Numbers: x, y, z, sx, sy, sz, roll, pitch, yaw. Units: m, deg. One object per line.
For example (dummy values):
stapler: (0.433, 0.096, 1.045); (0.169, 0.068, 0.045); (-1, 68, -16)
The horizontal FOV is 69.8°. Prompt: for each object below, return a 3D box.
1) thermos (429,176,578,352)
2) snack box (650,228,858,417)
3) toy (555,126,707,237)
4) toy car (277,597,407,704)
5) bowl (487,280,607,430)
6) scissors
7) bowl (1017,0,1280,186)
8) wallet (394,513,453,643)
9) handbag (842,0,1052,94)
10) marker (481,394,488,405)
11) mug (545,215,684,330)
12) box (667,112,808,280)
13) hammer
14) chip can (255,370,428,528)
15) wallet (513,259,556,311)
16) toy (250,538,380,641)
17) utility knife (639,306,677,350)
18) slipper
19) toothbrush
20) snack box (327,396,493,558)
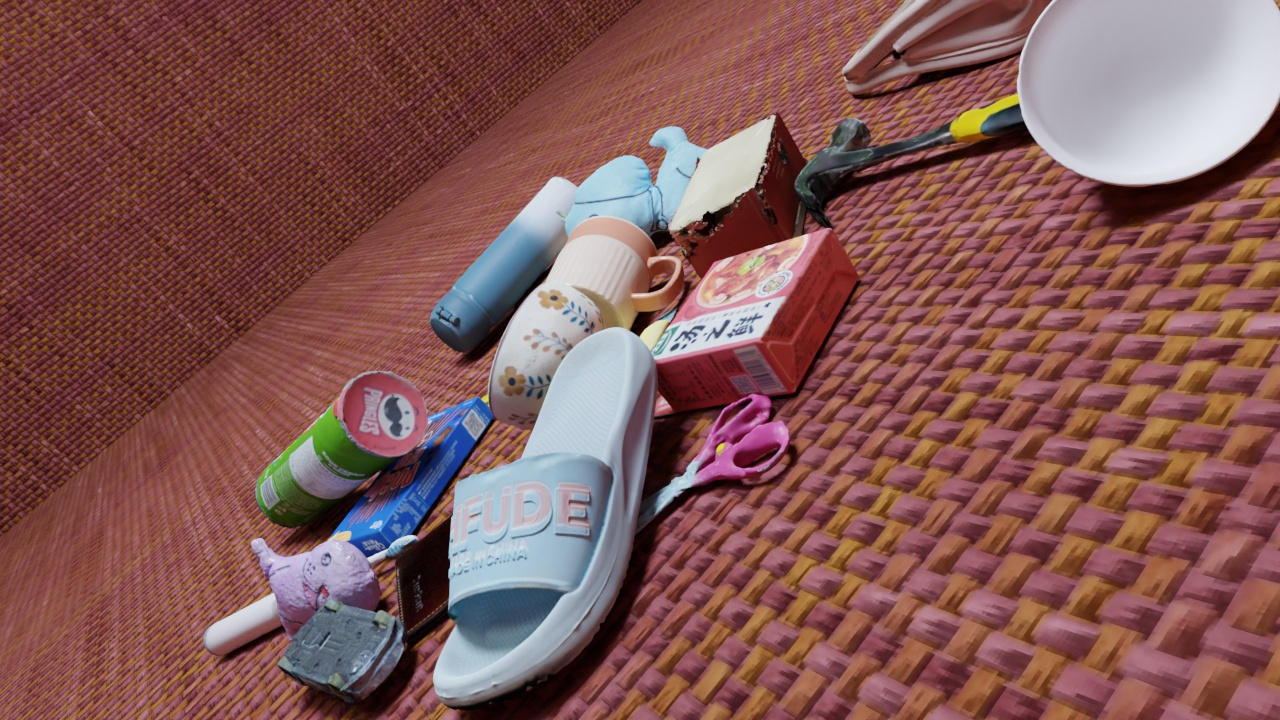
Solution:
thermos: (-0.141, -0.104, 1.001); (0.220, 0.070, 0.070); (-51, 25, -18)
snack box: (0.062, -0.023, 0.596); (0.127, 0.044, 0.113); (-14, 32, 46)
toy: (-0.007, -0.151, 0.892); (0.156, 0.049, 0.161); (14, 92, 25)
toy car: (-0.185, 0.184, 0.577); (0.121, 0.037, 0.054); (-11, 37, 48)
bowl: (-0.056, 0.003, 0.673); (0.062, 0.114, 0.113); (21, 51, 17)
scissors: (0.027, 0.063, 0.525); (0.137, 0.017, 0.096); (-33, 23, 22)
bowl: (0.261, -0.141, 0.479); (0.118, 0.118, 0.064); (-31, -16, 17)
wallet: (-0.113, 0.123, 0.614); (0.122, 0.020, 0.096); (-40, 22, 1)
handbag: (0.273, -0.317, 0.823); (0.235, 0.093, 0.192); (-20, 27, 54)
marker: (-0.090, 0.024, 0.776); (0.124, 0.015, 0.018); (-18, 32, 37)
mug: (-0.022, -0.060, 0.765); (0.115, 0.082, 0.105); (0, 38, 18)
box: (0.079, -0.138, 0.748); (0.091, 0.079, 0.167); (-24, 25, 28)
hammer: (0.235, -0.158, 0.616); (0.324, 0.032, 0.125); (-7, 38, 51)
chip can: (-0.266, 0.083, 0.793); (0.237, 0.072, 0.072); (-32, 19, 46)
wallet: (-0.088, -0.087, 0.987); (0.115, 0.020, 0.101); (-42, 21, -4)
toy: (-0.228, 0.158, 0.653); (0.108, 0.084, 0.038); (-16, 10, 33)
utility knife: (-0.004, 0.004, 0.680); (0.031, 0.019, 0.172); (-19, 30, 31)
slipper: (-0.053, 0.071, 0.512); (0.104, 0.074, 0.244); (-20, 39, 39)
toothbrush: (-0.255, 0.179, 0.707); (0.221, 0.027, 0.026); (-28, 2, 21)
snack box: (-0.190, 0.098, 0.764); (0.085, 0.026, 0.156); (-21, 27, 38)
